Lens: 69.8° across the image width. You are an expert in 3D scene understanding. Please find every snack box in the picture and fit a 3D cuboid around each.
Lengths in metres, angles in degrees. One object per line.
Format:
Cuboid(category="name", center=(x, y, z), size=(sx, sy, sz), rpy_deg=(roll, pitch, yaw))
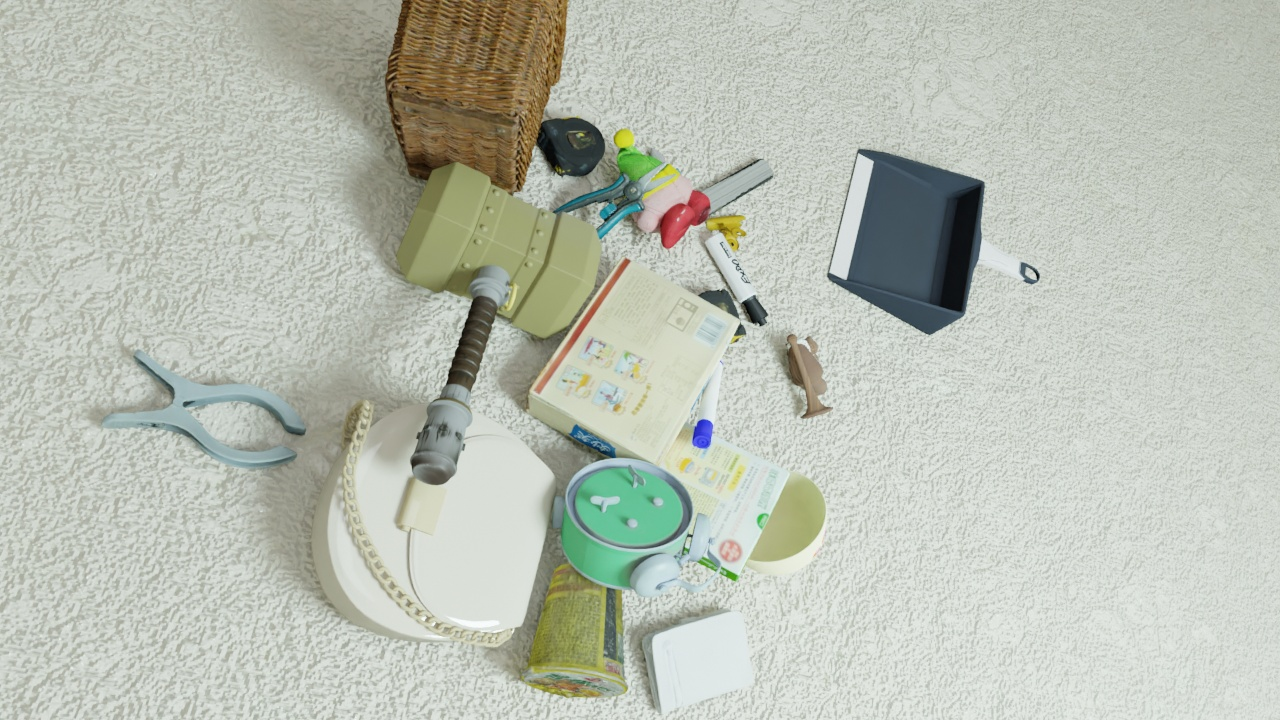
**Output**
Cuboid(category="snack box", center=(0.054, 0.137, 0.967), size=(0.168, 0.027, 0.131), rpy_deg=(25, 59, 13))
Cuboid(category="snack box", center=(-0.006, 0.006, 0.987), size=(0.153, 0.055, 0.206), rpy_deg=(29, 60, 5))

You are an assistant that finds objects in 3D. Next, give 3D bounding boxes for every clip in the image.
Cuboid(category="clip", center=(0.115, -0.164, 1.145), size=(0.052, 0.035, 0.046), rpy_deg=(-10, 68, -30))
Cuboid(category="clip", center=(-0.385, 0.036, 0.836), size=(0.163, 0.028, 0.107), rpy_deg=(18, 63, -19))

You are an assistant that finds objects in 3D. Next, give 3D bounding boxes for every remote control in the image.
Cuboid(category="remote control", center=(0.120, -0.223, 1.179), size=(0.136, 0.013, 0.033), rpy_deg=(-34, 86, -30))

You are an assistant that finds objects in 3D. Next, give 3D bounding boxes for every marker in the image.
Cuboid(category="marker", center=(0.120, -0.098, 1.124), size=(0.025, 0.025, 0.126), rpy_deg=(-26, 83, -31))
Cuboid(category="marker", center=(0.075, 0.045, 1.018), size=(0.020, 0.020, 0.141), rpy_deg=(31, 35, -11))

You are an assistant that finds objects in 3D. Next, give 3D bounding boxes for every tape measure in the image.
Cuboid(category="tape measure", center=(-0.079, -0.253, 1.081), size=(0.072, 0.042, 0.071), rpy_deg=(-25, 79, -33))
Cuboid(category="tape measure", center=(0.085, -0.051, 1.082), size=(0.062, 0.038, 0.067), rpy_deg=(-11, 76, -28))

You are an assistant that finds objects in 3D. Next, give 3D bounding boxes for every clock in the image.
Cuboid(category="clock", center=(0.002, 0.160, 0.865), size=(0.162, 0.075, 0.121), rpy_deg=(30, 40, 26))

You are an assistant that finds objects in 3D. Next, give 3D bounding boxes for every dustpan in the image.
Cuboid(category="dustpan", center=(0.411, -0.159, 1.252), size=(0.273, 0.080, 0.235), rpy_deg=(26, 62, -14))

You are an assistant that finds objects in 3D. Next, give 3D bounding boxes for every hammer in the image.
Cuboid(category="hammer", center=(-0.157, -0.024, 0.869), size=(0.190, 0.101, 0.324), rpy_deg=(23, 46, -16))

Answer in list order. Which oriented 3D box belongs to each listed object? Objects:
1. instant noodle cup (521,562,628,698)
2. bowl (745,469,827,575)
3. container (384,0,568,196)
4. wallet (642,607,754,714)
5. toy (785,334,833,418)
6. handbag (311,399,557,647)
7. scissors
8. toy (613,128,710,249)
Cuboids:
Cuboid(category="instant noodle cup", center=(-0.057, 0.255, 0.872), size=(0.102, 0.102, 0.108), rpy_deg=(18, 56, -18))
Cuboid(category="bowl", center=(0.149, 0.187, 0.994), size=(0.117, 0.118, 0.074), rpy_deg=(-56, 141, -30))
Cuboid(category="container", center=(-0.169, -0.292, 0.933), size=(0.162, 0.250, 0.183), rpy_deg=(12, 77, -5))
Cuboid(category="wallet", center=(0.058, 0.306, 0.940), size=(0.116, 0.032, 0.086), rpy_deg=(-4, 83, -29))
Cuboid(category="toy", center=(0.201, 0.015, 1.109), size=(0.054, 0.042, 0.102), rpy_deg=(-14, 86, -68))
Cuboid(category="handbag", center=(-0.192, 0.151, 0.851), size=(0.208, 0.104, 0.210), rpy_deg=(25, 62, -24))
Cuboid(category="scissors", center=(-0.034, -0.176, 1.048), size=(0.122, 0.019, 0.149), rpy_deg=(23, 94, 8))
Cuboid(category="toy", center=(0.022, -0.211, 1.088), size=(0.131, 0.097, 0.123), rpy_deg=(37, 51, 14))
